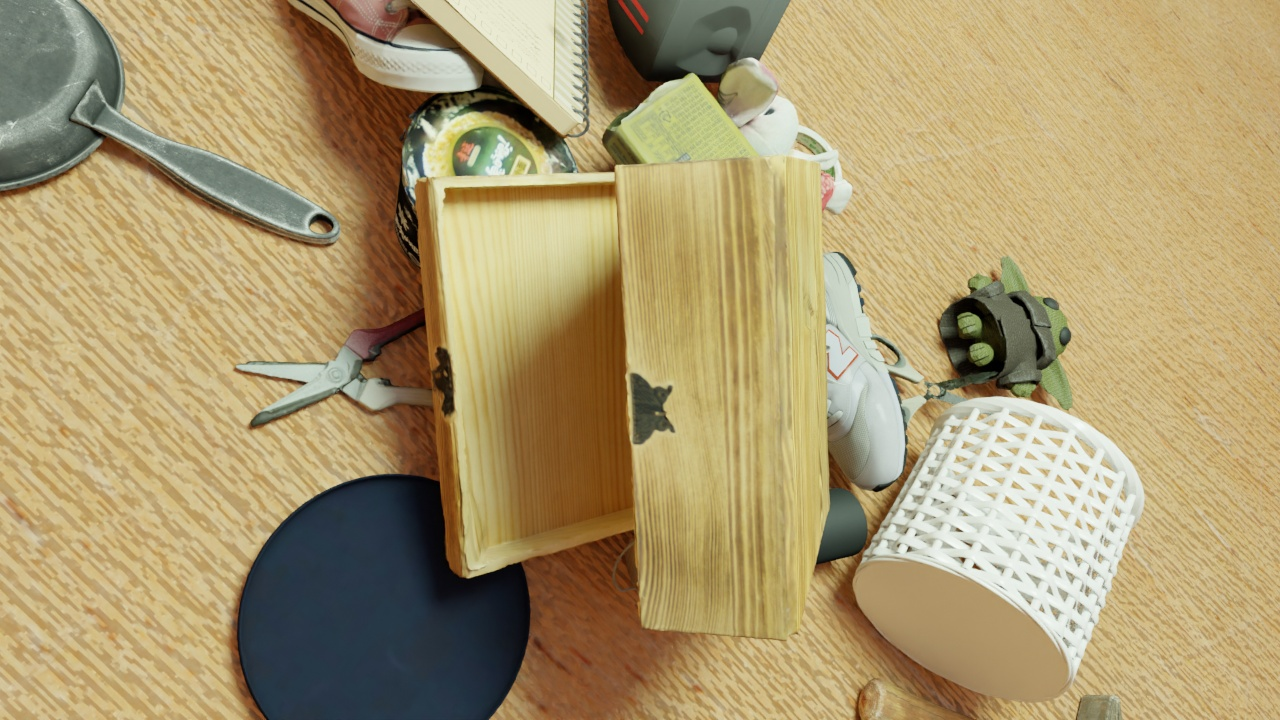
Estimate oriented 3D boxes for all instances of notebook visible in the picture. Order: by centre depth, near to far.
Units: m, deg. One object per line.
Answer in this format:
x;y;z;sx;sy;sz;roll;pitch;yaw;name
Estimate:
-0.102;-0.285;0.719;0.167;0.024;0.225;37;33;-34;notebook

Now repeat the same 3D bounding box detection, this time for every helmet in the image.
0.057;-0.358;0.869;0.170;0.165;0.263;27;47;-3;helmet

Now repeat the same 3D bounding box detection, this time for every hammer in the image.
0.322;0.346;0.829;0.300;0.037;0.157;25;63;-18;hammer

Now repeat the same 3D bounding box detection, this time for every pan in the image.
-0.385;-0.170;0.649;0.356;0.055;0.187;22;63;-14;pan
-0.137;0.120;0.678;0.198;0.021;0.355;38;62;-11;pan

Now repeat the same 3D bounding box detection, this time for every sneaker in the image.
-0.197;-0.280;0.693;0.118;0.088;0.241;-21;49;-41;sneaker
0.152;0.007;0.842;0.124;0.089;0.239;1;63;-22;sneaker

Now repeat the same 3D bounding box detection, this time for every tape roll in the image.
0.168;-0.201;0.956;0.093;0.018;0.093;9;69;-25;tape roll

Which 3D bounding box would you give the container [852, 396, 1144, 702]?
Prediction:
0.309;0.162;0.799;0.189;0.190;0.186;44;60;-7;container

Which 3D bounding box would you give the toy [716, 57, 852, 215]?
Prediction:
0.124;-0.201;0.868;0.194;0.159;0.084;37;78;-18;toy

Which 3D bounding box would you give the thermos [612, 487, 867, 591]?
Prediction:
0.080;0.152;0.759;0.230;0.061;0.061;-5;75;-29;thermos

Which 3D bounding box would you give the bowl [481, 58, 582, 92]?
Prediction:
-0.122;-0.284;0.790;0.145;0.067;0.144;41;31;-31;bowl

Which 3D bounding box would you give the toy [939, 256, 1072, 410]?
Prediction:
0.392;-0.028;0.974;0.152;0.078;0.179;-9;74;-30;toy

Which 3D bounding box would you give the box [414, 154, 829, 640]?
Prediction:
-0.001;0.002;0.654;0.268;0.264;0.279;-30;117;-69;box

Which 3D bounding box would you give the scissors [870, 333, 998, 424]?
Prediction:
0.270;0.030;0.906;0.168;0.013;0.157;-41;80;-18;scissors

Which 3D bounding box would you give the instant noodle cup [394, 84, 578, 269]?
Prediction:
-0.132;-0.125;0.720;0.137;0.112;0.137;9;69;-24;instant noodle cup

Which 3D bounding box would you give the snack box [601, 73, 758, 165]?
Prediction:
0.057;-0.152;0.799;0.181;0.045;0.121;51;55;-6;snack box

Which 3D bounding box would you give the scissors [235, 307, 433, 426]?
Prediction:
-0.189;0.006;0.700;0.179;0.015;0.194;36;61;-11;scissors
